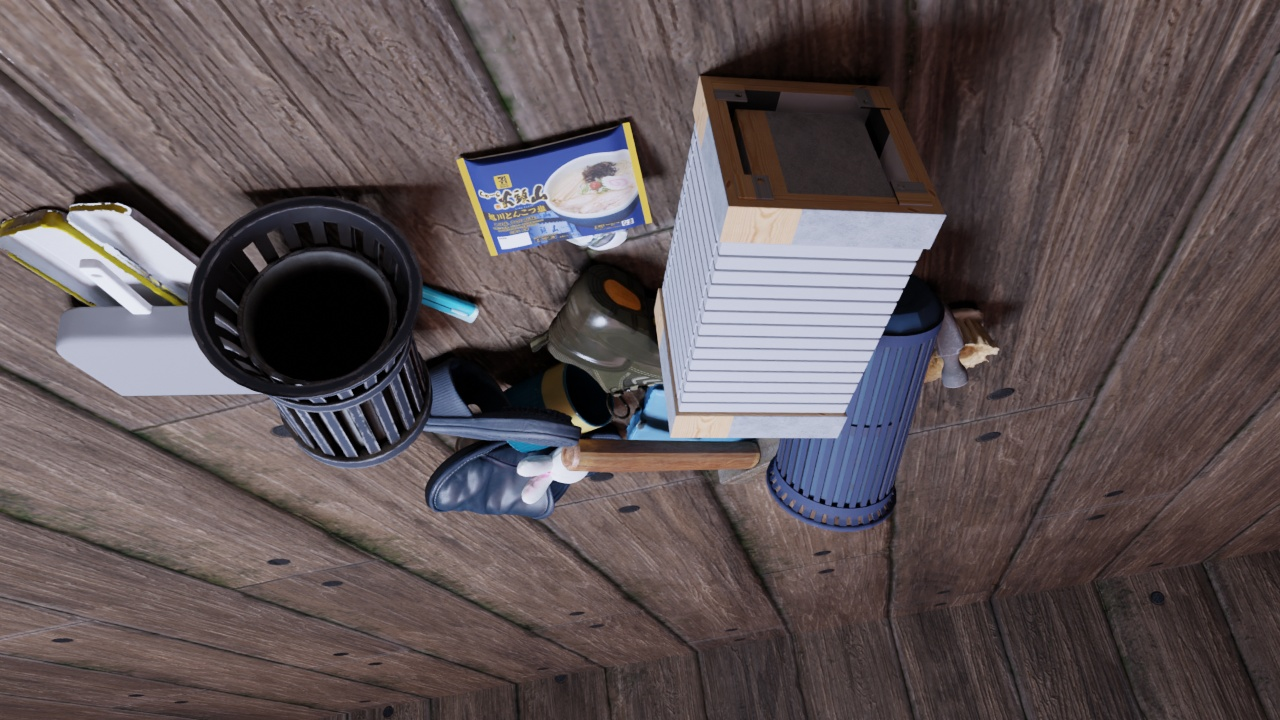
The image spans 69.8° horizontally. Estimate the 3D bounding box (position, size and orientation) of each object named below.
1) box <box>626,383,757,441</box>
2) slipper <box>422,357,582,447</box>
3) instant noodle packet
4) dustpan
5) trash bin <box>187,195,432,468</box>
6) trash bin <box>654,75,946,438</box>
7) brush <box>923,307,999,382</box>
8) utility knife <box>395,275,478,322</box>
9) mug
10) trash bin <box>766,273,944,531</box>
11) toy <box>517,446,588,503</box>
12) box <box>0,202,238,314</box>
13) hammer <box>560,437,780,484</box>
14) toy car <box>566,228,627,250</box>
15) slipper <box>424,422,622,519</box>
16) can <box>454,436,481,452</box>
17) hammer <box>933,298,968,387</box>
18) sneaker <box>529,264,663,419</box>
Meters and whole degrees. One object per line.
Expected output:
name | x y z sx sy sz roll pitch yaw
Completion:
box | 0.081 0.073 1.097 0.174 0.033 0.232 6 158 -6
slipper | -0.173 0.041 0.966 0.264 0.082 0.101 3 169 30
instant noodle packet | -0.065 -0.131 0.715 0.134 0.026 0.087 -11 128 5
dustpan | -0.421 -0.020 0.798 0.163 0.033 0.258 -1 162 -6
trash bin | -0.256 -0.006 0.776 0.164 0.164 0.228 -4 158 -8
trash bin | 0.104 -0.069 0.711 0.142 0.142 0.247 1 140 -8
brush | 0.268 0.008 1.059 0.272 0.056 0.083 -20 152 22
utility knife | -0.200 -0.060 0.846 0.116 0.015 0.022 19 136 -38
mug | -0.086 0.056 1.024 0.107 0.083 0.113 -25 148 30
trash bin | 0.213 0.034 0.923 0.139 0.139 0.250 -3 125 -10
toy | -0.083 0.119 1.058 0.125 0.037 0.076 -19 143 -19
box | -0.407 -0.062 0.768 0.129 0.034 0.210 -6 153 13
hammer | 0.048 0.108 1.061 0.300 0.037 0.158 3 158 -32
toy car | -0.048 -0.113 0.772 0.089 0.027 0.039 16 142 -38
slipper | -0.124 0.145 1.112 0.265 0.083 0.109 -9 137 -33
can | -0.178 0.125 1.163 0.054 0.054 0.135 -17 151 17
hammer | 0.182 -0.003 1.013 0.332 0.030 0.119 -10 115 22
sneaker | -0.005 0.005 0.920 0.237 0.101 0.143 23 132 -38
